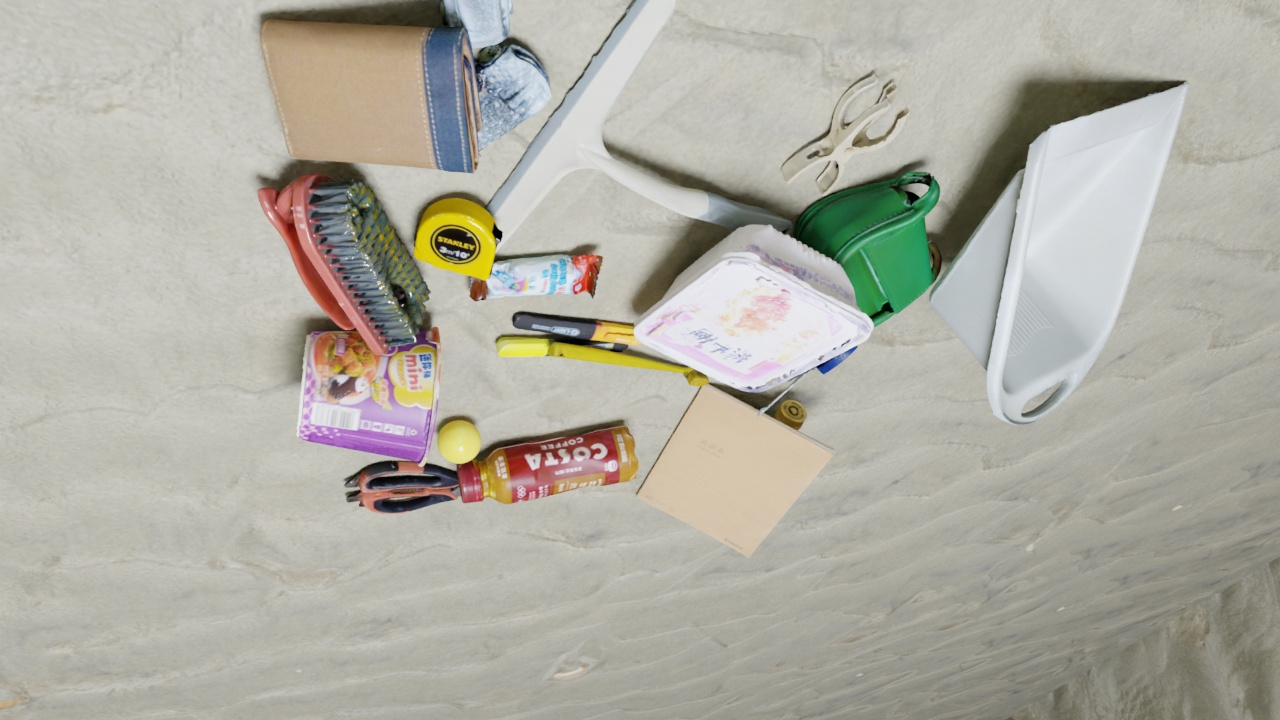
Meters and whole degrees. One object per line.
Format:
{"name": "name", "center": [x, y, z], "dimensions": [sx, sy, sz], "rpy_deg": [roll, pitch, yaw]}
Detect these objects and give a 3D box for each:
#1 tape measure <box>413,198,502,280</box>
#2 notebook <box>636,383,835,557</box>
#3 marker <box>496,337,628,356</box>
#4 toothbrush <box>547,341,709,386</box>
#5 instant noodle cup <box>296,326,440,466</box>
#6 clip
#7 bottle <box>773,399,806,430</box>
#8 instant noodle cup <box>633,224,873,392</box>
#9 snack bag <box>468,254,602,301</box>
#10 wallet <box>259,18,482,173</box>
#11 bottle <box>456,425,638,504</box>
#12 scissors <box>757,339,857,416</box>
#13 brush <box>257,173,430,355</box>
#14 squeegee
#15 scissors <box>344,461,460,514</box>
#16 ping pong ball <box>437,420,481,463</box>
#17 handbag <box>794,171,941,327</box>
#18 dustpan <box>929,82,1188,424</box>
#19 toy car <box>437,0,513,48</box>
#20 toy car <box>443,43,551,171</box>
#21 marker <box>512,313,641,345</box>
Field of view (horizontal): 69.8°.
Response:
{"name": "tape measure", "center": [-0.130, -0.090, 0.656], "dimensions": [0.060, 0.028, 0.057], "rpy_deg": [14, 135, -12]}
{"name": "notebook", "center": [0.095, 0.124, 0.992], "dimensions": [0.149, 0.012, 0.212], "rpy_deg": [28, 134, 1]}
{"name": "marker", "center": [-0.067, -0.013, 0.804], "dimensions": [0.124, 0.015, 0.018], "rpy_deg": [-2, 142, -28]}
{"name": "toothbrush", "center": [-0.005, 0.005, 0.837], "dimensions": [0.189, 0.016, 0.016], "rpy_deg": [10, 136, -42]}
{"name": "instant noodle cup", "center": [-0.212, 0.023, 0.713], "dimensions": [0.099, 0.111, 0.112], "rpy_deg": [7, 138, -18]}
{"name": "clip", "center": [0.155, -0.164, 0.689], "dimensions": [0.076, 0.034, 0.101], "rpy_deg": [10, 140, -36]}
{"name": "bottle", "center": [0.129, 0.122, 1.029], "dimensions": [0.065, 0.065, 0.219], "rpy_deg": [-1, 141, -24]}
{"name": "instant noodle cup", "center": [0.090, -0.044, 0.742], "dimensions": [0.138, 0.060, 0.174], "rpy_deg": [25, 153, -18]}
{"name": "snack bag", "center": [-0.082, -0.065, 0.715], "dimensions": [0.105, 0.026, 0.045], "rpy_deg": [-5, 147, -15]}
{"name": "wallet", "center": [-0.153, -0.152, 0.534], "dimensions": [0.115, 0.033, 0.090], "rpy_deg": [3, 136, 0]}
{"name": "bottle", "center": [-0.092, 0.106, 0.911], "dimensions": [0.174, 0.057, 0.058], "rpy_deg": [-9, 143, -13]}
{"name": "scissors", "center": [0.177, -0.003, 0.878], "dimensions": [0.176, 0.012, 0.162], "rpy_deg": [-42, 179, 4]}
{"name": "brush", "center": [-0.202, -0.068, 0.628], "dimensions": [0.069, 0.063, 0.146], "rpy_deg": [-2, 145, 11]}
{"name": "squeegee", "center": [0.034, -0.122, 0.683], "dimensions": [0.246, 0.039, 0.247], "rpy_deg": [14, 133, -38]}
{"name": "scissors", "center": [-0.191, 0.139, 0.947], "dimensions": [0.177, 0.015, 0.210], "rpy_deg": [-28, 143, 10]}
{"name": "ping pong ball", "center": [-0.168, 0.075, 0.850], "dimensions": [0.040, 0.040, 0.040], "rpy_deg": [-13, 144, -10]}
{"name": "handbag", "center": [0.200, -0.093, 0.783], "dimensions": [0.120, 0.068, 0.131], "rpy_deg": [-29, 143, 1]}
{"name": "dustpan", "center": [0.372, -0.072, 0.781], "dimensions": [0.222, 0.142, 0.258], "rpy_deg": [-22, 155, -32]}
{"name": "toy car", "center": [-0.094, -0.215, 0.506], "dimensions": [0.043, 0.034, 0.091], "rpy_deg": [-10, 142, -8]}
{"name": "toy car", "center": [-0.105, -0.156, 0.581], "dimensions": [0.106, 0.031, 0.049], "rpy_deg": [-30, 141, 18]}
{"name": "marker", "center": [-0.052, -0.027, 0.790], "dimensions": [0.123, 0.015, 0.018], "rpy_deg": [7, 131, -29]}
